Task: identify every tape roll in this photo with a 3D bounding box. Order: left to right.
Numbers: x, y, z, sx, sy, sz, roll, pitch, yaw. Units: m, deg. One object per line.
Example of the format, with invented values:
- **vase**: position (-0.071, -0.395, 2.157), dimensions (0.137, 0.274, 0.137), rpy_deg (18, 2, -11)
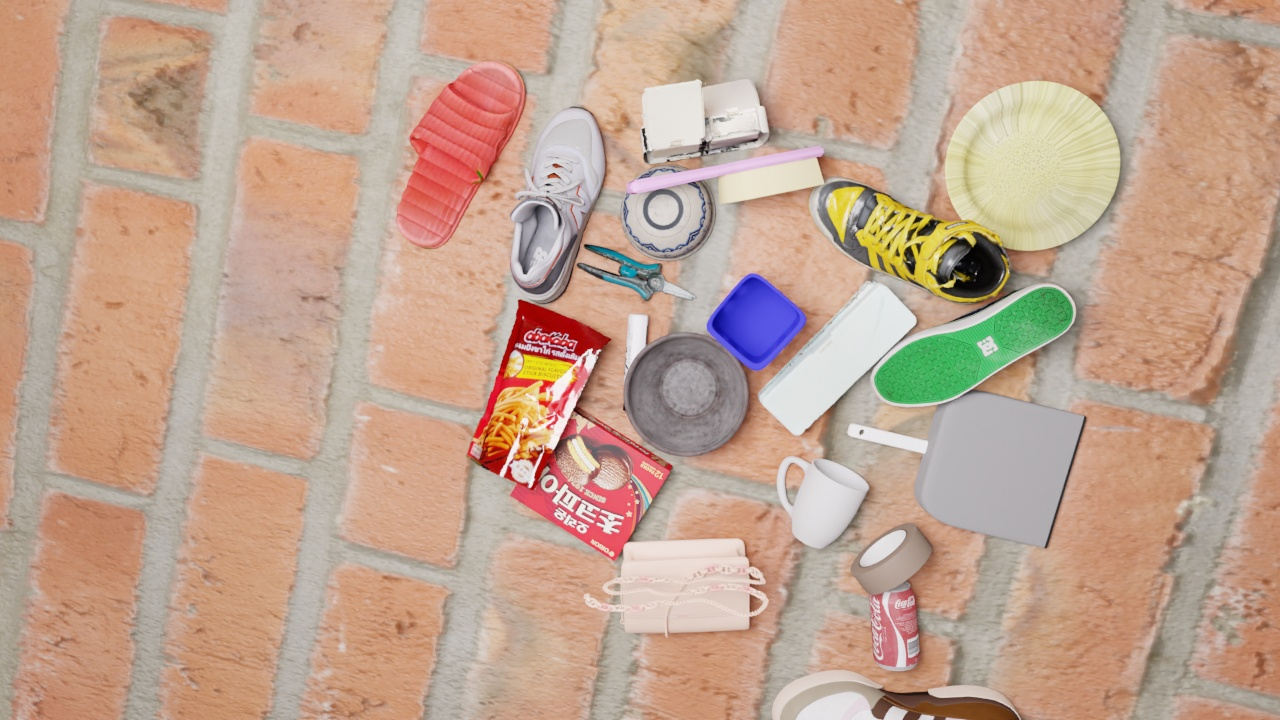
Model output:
- **tape roll**: position (0.291, 0.230, 1.067), dimensions (0.094, 0.093, 0.030), rpy_deg (-39, 89, 9)

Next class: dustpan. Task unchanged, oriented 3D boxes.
- **dustpan**: position (0.373, 0.112, 1.080), dimensions (0.257, 0.033, 0.163), rpy_deg (13, 97, -3)

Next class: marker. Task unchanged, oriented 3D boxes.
- **marker**: position (-0.007, 0.007, 1.120), dimensions (0.025, 0.025, 0.126), rpy_deg (5, 96, 7)

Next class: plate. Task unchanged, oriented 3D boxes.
- **plate**: position (0.436, -0.216, 1.035), dimensions (0.184, 0.036, 0.184), rpy_deg (1, 95, 8)

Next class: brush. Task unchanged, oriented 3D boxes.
- **brush**: position (0.097, -0.198, 1.025), dimensions (0.228, 0.089, 0.043), rpy_deg (-14, 100, -15)

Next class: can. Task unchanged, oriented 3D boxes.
- **can**: position (0.303, 0.314, 1.094), dimensions (0.054, 0.054, 0.096), rpy_deg (-5, 95, 8)

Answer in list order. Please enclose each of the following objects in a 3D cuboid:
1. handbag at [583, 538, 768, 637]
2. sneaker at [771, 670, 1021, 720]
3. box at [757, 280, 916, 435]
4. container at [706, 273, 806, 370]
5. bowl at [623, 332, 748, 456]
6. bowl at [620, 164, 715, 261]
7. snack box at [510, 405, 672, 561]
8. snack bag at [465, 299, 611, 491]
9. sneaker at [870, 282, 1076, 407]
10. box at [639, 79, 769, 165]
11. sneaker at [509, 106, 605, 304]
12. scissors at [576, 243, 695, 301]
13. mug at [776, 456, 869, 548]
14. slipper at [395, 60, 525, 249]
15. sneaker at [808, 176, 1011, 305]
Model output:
- **handbag**: position (0.042, 0.295, 1.058), dimensions (0.199, 0.187, 0.117), rpy_deg (-2, 106, 1)
- **sneaker**: position (0.303, 0.446, 1.075), dimensions (0.294, 0.116, 0.112), rpy_deg (4, 96, 7)
- **box**: position (0.229, -0.001, 1.075), dimensions (0.199, 0.072, 0.086), rpy_deg (-47, 69, 8)
- **container**: position (0.132, -0.047, 1.052), dimensions (0.084, 0.113, 0.085), rpy_deg (42, 99, 2)
- **bowl**: position (0.056, 0.037, 1.093), dimensions (0.145, 0.067, 0.145), rpy_deg (1, 95, 7)
- **bowl**: position (0.030, -0.175, 1.081), dimensions (0.115, 0.059, 0.115), rpy_deg (1, 95, 7)
- **snack box**: position (-0.061, 0.148, 1.135), dimensions (0.152, 0.035, 0.133), rpy_deg (31, 98, 4)
- **snack bag**: position (-0.130, 0.042, 1.111), dimensions (0.139, 0.066, 0.208), rpy_deg (21, 84, 31)
- **sneaker**: position (0.379, -0.017, 1.052), dimensions (0.236, 0.078, 0.084), rpy_deg (-29, 87, 26)
- **box**: position (0.068, -0.273, 1.004), dimensions (0.143, 0.181, 0.081), rpy_deg (-9, 93, 1)
- **sneaker**: position (-0.101, -0.181, 1.064), dimensions (0.089, 0.124, 0.240), rpy_deg (12, 97, 6)
- **scissors**: position (-0.005, -0.109, 1.112), dimensions (0.130, 0.019, 0.135), rpy_deg (-23, 94, 8)
- **mug**: position (0.204, 0.164, 1.093), dimensions (0.107, 0.071, 0.089), rpy_deg (33, 109, 31)
- **slipper**: position (-0.228, -0.251, 1.109), dimensions (0.103, 0.059, 0.249), rpy_deg (32, 100, 3)
- **sneaker**: position (0.298, -0.134, 1.019), dimensions (0.238, 0.122, 0.086), rpy_deg (27, 96, 3)
